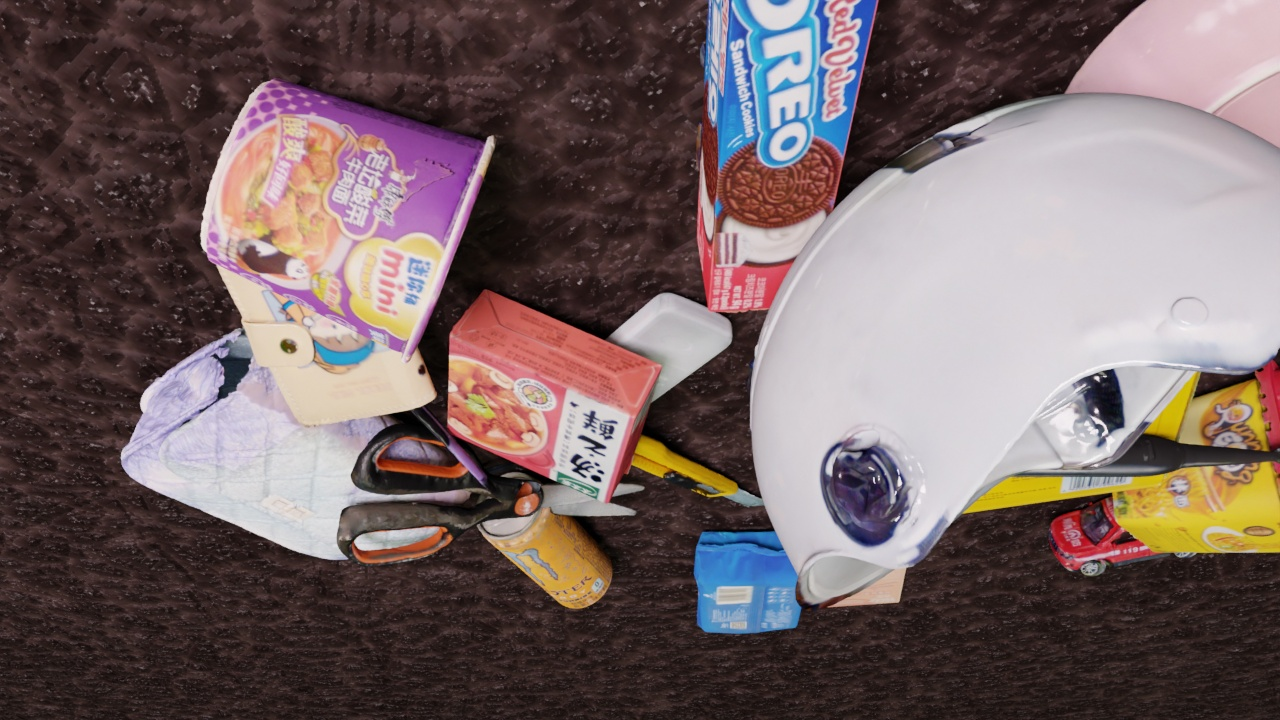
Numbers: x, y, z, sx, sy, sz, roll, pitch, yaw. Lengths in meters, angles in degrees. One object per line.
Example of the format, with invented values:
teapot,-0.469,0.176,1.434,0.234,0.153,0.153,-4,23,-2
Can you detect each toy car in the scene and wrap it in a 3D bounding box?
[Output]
toy car,0.387,0.131,0.725,0.121,0.052,0.045,-19,119,13

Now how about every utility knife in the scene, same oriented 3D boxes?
utility knife,0.037,0.084,0.671,0.033,0.015,0.206,-20,147,34

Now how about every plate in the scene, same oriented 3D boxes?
plate,0.287,-0.103,0.411,0.192,0.039,0.193,0,144,0

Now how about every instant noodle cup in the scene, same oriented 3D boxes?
instant noodle cup,-0.129,-0.065,0.405,0.099,0.111,0.112,20,139,-16
instant noodle cup,0.389,0.076,0.608,0.124,0.116,0.116,-20,141,41

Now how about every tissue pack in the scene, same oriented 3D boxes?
tissue pack,0.095,0.195,0.805,0.095,0.052,0.157,-1,144,4

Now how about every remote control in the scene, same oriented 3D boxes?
remote control,-0.003,0.003,0.566,0.056,0.020,0.136,22,140,-27

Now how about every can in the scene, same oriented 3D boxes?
can,-0.073,0.145,0.729,0.058,0.058,0.146,-13,142,15

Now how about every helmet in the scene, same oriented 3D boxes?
helmet,0.142,-0.012,0.392,0.228,0.146,0.259,-10,153,-42

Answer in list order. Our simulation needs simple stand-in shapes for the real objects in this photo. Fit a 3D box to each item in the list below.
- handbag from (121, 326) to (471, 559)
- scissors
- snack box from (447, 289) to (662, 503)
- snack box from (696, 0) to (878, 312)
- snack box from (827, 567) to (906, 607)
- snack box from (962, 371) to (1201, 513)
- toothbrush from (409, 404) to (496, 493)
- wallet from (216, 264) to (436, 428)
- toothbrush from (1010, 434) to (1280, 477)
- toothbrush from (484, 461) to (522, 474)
handbag,-0.220,0.067,0.603,0.134,0.075,0.194,-27,138,23
scissors,-0.087,0.083,0.619,0.233,0.021,0.163,-18,126,-23
snack box,-0.056,0.031,0.553,0.113,0.044,0.127,23,143,6
snack box,0.056,-0.107,0.387,0.057,0.058,0.208,-3,144,-2
snack box,0.188,0.173,0.798,0.084,0.026,0.157,-5,144,6
snack box,0.212,0.029,0.565,0.210,0.069,0.158,-11,143,14
toothbrush,-0.144,0.018,0.545,0.017,0.014,0.189,-27,119,17
wallet,-0.171,-0.018,0.500,0.087,0.024,0.115,-13,124,1
toothbrush,0.283,0.053,0.518,0.212,0.026,0.027,0,149,-2
toothbrush,-0.138,0.093,0.692,0.181,0.015,0.018,-17,150,20
